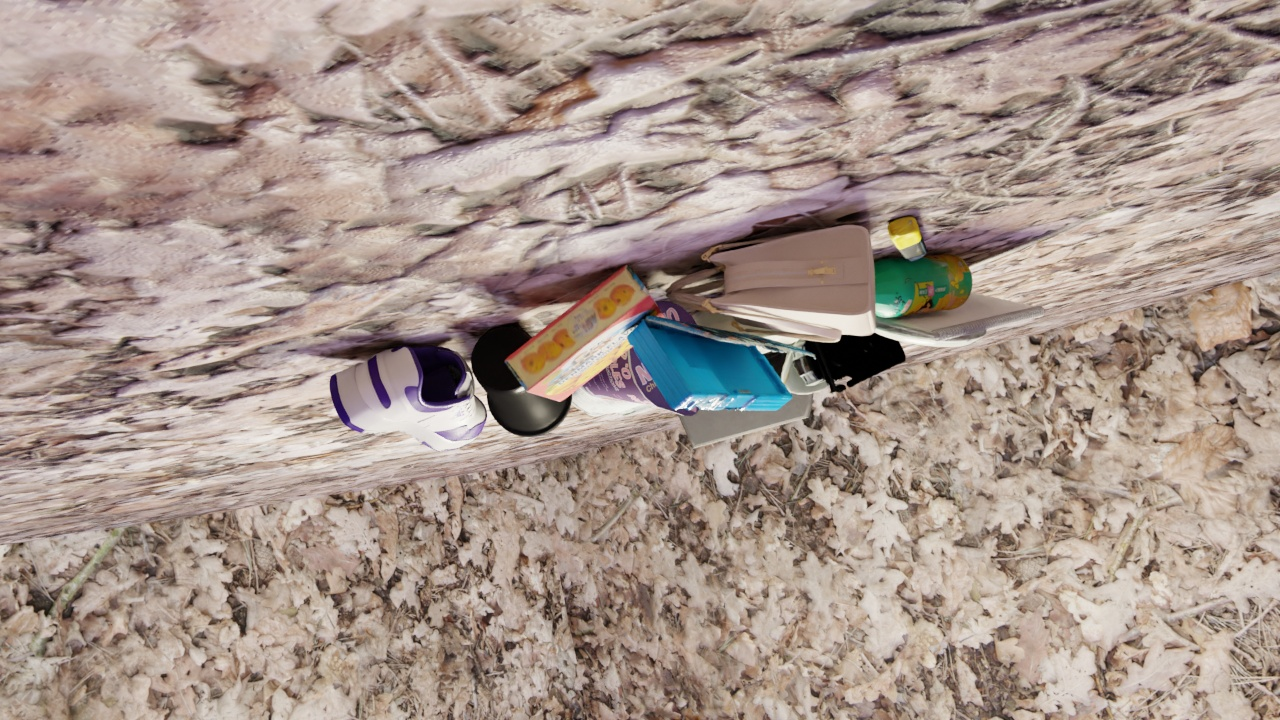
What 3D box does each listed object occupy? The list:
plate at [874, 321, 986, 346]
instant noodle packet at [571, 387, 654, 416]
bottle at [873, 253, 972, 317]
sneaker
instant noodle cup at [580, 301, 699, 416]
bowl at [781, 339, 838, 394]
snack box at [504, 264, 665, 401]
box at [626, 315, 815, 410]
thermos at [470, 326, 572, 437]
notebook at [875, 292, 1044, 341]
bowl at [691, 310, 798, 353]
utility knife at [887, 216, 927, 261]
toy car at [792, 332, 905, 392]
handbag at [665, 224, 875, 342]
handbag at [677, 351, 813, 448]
[{"bbox_3d":[0.341,-0.043,1.123,0.157,0.014,0.156,4,-162,-2],"label":"plate"},{"bbox_3d":[-0.046,0.030,1.299,0.147,0.057,0.270,28,162,-12],"label":"instant noodle packet"},{"bbox_3d":[0.288,-0.083,1.056,0.209,0.068,0.068,-8,171,-30],"label":"bottle"},{"bbox_3d":[-0.221,0.032,1.007,0.111,0.091,0.244,-27,163,15],"label":"sneaker"},{"bbox_3d":[-0.006,0.006,1.069,0.122,0.137,0.121,-7,-154,46],"label":"instant noodle cup"},{"bbox_3d":[0.242,-0.041,1.255,0.174,0.068,0.174,-25,138,-24],"label":"bowl"},{"bbox_3d":[-0.048,-0.021,0.886,0.142,0.040,0.145,-37,170,3],"label":"snack box"},{"bbox_3d":[0.095,-0.007,0.935,0.085,0.091,0.243,-41,158,23],"label":"box"},{"bbox_3d":[-0.139,0.023,1.058,0.106,0.105,0.219,-12,167,-2],"label":"thermos"},{"bbox_3d":[0.367,-0.066,1.155,0.245,0.013,0.178,-11,-158,-38],"label":"notebook"},{"bbox_3d":[0.110,-0.037,1.151,0.176,0.057,0.177,-12,172,-2],"label":"bowl"},{"bbox_3d":[0.281,-0.121,0.955,0.029,0.020,0.187,-14,171,19],"label":"utility knife"},{"bbox_3d":[0.254,-0.012,1.165,0.071,0.094,0.191,-27,174,41],"label":"toy car"},{"bbox_3d":[0.123,-0.067,0.885,0.198,0.101,0.194,-2,175,15],"label":"handbag"},{"bbox_3d":[0.161,0.018,1.396,0.198,0.102,0.199,-17,-157,18],"label":"handbag"}]
